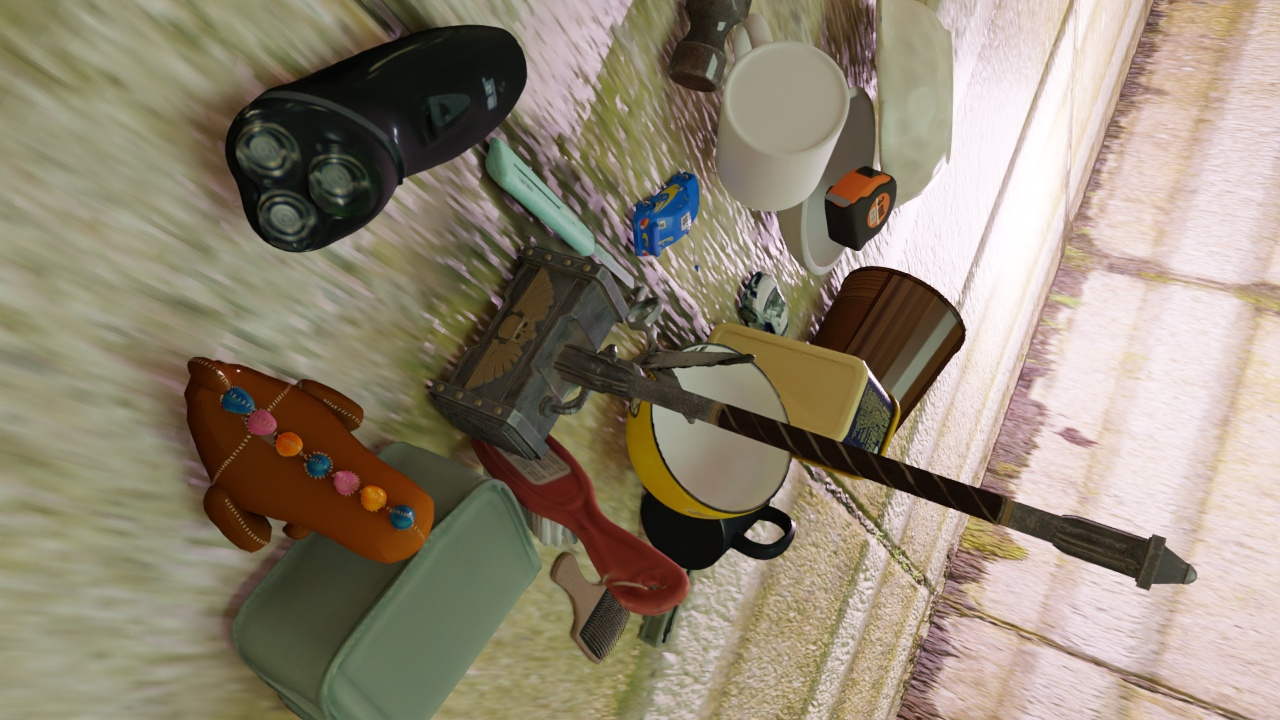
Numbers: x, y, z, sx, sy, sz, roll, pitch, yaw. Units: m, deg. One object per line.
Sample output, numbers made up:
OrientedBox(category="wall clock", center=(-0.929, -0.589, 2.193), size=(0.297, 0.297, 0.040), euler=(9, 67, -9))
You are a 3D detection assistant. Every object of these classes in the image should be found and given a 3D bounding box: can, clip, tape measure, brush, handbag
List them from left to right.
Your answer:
OrientedBox(category="handbag", center=(-0.110, 0.111, 0.417), size=(0.121, 0.067, 0.106), euler=(-53, 146, -31))
OrientedBox(category="brush", center=(-0.033, 0.076, 0.434), size=(0.040, 0.172, 0.030), euler=(-18, 120, -27))
OrientedBox(category="brush", center=(-0.033, 0.172, 0.646), size=(0.049, 0.015, 0.136), euler=(-56, 148, -25))
OrientedBox(category="clip", center=(0.021, 0.196, 0.750), size=(0.042, 0.023, 0.076), euler=(-2, 110, -62))
OrientedBox(category="can", center=(0.118, 0.030, 0.707), size=(0.104, 0.135, 0.075), euler=(36, 74, -58))
OrientedBox(category="tape measure", center=(0.168, -0.123, 0.714), size=(0.058, 0.038, 0.058), euler=(-47, 145, -16))

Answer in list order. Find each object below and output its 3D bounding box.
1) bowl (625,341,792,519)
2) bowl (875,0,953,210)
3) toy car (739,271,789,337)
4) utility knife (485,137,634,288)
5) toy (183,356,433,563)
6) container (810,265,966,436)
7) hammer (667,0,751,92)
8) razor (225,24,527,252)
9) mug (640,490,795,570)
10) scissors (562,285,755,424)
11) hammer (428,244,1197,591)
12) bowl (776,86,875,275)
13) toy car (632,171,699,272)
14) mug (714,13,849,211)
OrientedBox(category="bowl", center=(0.038, 0.053, 0.626), size=(0.117, 0.068, 0.117), euler=(13, 65, -29))
OrientedBox(category="bowl", center=(0.230, -0.217, 0.773), size=(0.219, 0.060, 0.188), euler=(70, 24, -49))
OrientedBox(category="toy car", center=(0.105, -0.038, 0.756), size=(0.038, 0.027, 0.090), euler=(-60, 150, -17))
OrientedBox(category="utility knife", center=(-0.038, -0.070, 0.498), size=(0.165, 0.015, 0.022), euler=(38, 41, -62))
OrientedBox(category="toy", center=(-0.117, 0.036, 0.327), size=(0.070, 0.090, 0.103), euler=(-57, 169, -25))
OrientedBox(category="container", center=(0.214, 0.014, 0.885), size=(0.167, 0.132, 0.132), euler=(-53, 147, -20))
OrientedBox(category="hammer", center=(-0.013, -0.251, 0.413), size=(0.314, 0.035, 0.137), euler=(19, 88, -61))
OrientedBox(category="razor", center=(-0.087, -0.090, 0.343), size=(0.140, 0.064, 0.053), euler=(-43, 142, -40))
OrientedBox(category="mug", center=(0.065, 0.115, 0.690), size=(0.077, 0.105, 0.071), euler=(-30, 136, -51))
OrientedBox(category="scissors", center=(0.011, -0.008, 0.516), size=(0.014, 0.142, 0.157), euler=(52, 38, -26))
OrientedBox(category="hammer", center=(0.058, 0.032, 0.398), size=(0.098, 0.322, 0.044), euler=(-60, 150, -20))
OrientedBox(category="bowl", center=(0.143, -0.146, 0.741), size=(0.149, 0.043, 0.150), euler=(-38, 137, -47))
OrientedBox(category="toy car", center=(0.031, -0.081, 0.560), size=(0.091, 0.062, 0.033), euler=(-44, 141, -41))
OrientedBox(category="mug", center=(0.081, -0.162, 0.581), size=(0.090, 0.074, 0.110), euler=(81, -7, -79))
